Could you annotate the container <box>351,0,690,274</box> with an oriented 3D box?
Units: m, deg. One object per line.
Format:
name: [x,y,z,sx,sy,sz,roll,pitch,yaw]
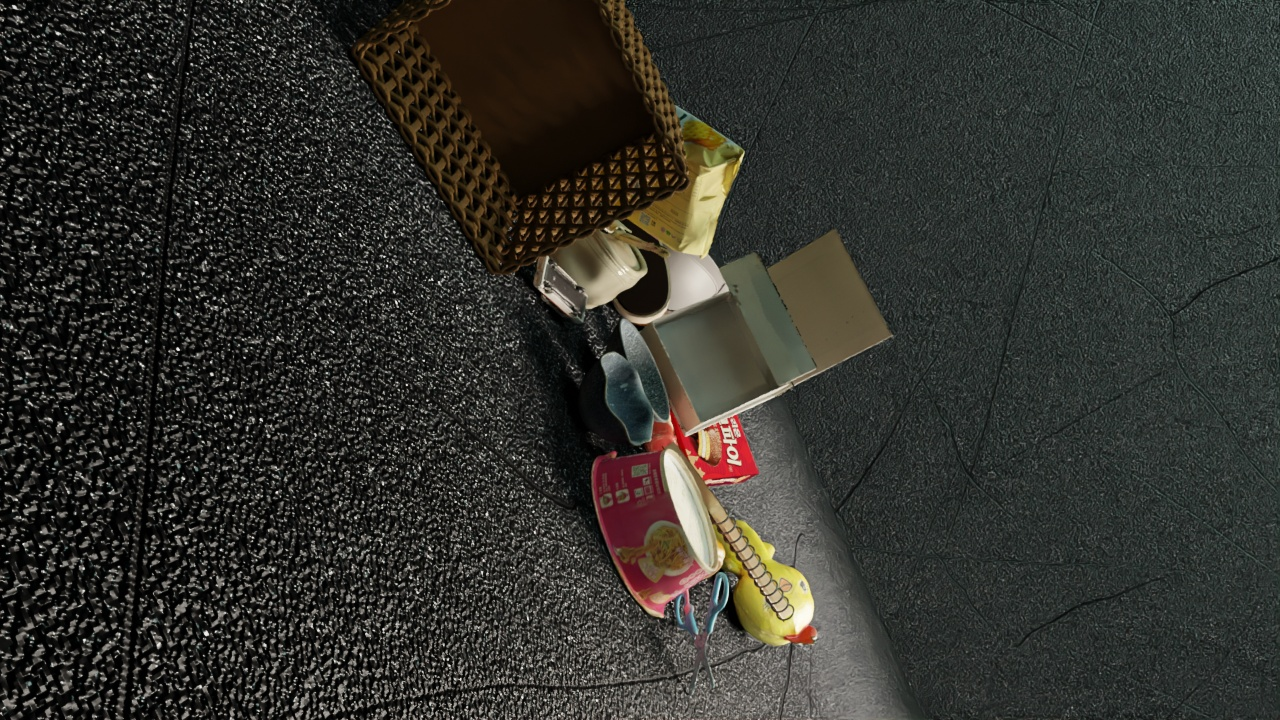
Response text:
container: [-0.104,-0.273,0.922,0.252,0.220,0.213,60,14,-28]

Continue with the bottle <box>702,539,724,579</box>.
bottle: [0.054,0.204,1.085,0.108,0.063,0.063,60,7,36]

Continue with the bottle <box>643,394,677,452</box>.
bottle: [0.021,0.078,1.222,0.044,0.044,0.109,57,15,-35]

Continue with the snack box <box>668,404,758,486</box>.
snack box: [0.090,0.104,1.329,0.132,0.036,0.152,1,62,-43]

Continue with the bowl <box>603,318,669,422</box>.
bowl: [-0.018,0.022,1.122,0.137,0.057,0.136,60,14,-27]

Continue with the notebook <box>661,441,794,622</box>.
notebook: [0.112,0.216,1.152,0.225,0.024,0.167,57,-3,-32]

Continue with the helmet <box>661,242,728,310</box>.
helmet: [0.046,-0.141,1.576,0.183,0.117,0.271,38,-6,24]

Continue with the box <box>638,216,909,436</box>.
box: [0.175,-0.041,1.249,0.164,0.331,0.167,-11,73,-63]

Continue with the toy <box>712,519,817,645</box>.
toy: [0.170,0.317,1.300,0.133,0.092,0.207,-6,61,-42]

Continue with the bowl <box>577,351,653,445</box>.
bowl: [-0.034,0.048,1.005,0.110,0.055,0.110,51,26,-38]

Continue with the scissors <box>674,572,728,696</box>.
scissors: [0.068,0.275,0.962,0.015,0.130,0.135,13,29,-26]

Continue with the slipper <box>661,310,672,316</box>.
slipper: [0.074,0.000,1.463,0.093,0.081,0.197,-96,167,-65]

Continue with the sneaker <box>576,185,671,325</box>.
sneaker: [-0.028,-0.185,1.400,0.116,0.111,0.293,102,-33,-74]

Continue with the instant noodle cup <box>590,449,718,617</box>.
instant noodle cup: [0.022,0.171,0.977,0.179,0.078,0.178,60,14,-26]

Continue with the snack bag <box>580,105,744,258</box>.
snack bag: [0.002,-0.241,1.125,0.247,0.068,0.160,36,-40,19]

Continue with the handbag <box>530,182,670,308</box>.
handbag: [-0.048,-0.169,1.209,0.184,0.132,0.229,62,10,12]

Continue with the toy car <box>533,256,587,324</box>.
toy car: [-0.095,-0.079,1.034,0.113,0.039,0.039,42,54,-60]
